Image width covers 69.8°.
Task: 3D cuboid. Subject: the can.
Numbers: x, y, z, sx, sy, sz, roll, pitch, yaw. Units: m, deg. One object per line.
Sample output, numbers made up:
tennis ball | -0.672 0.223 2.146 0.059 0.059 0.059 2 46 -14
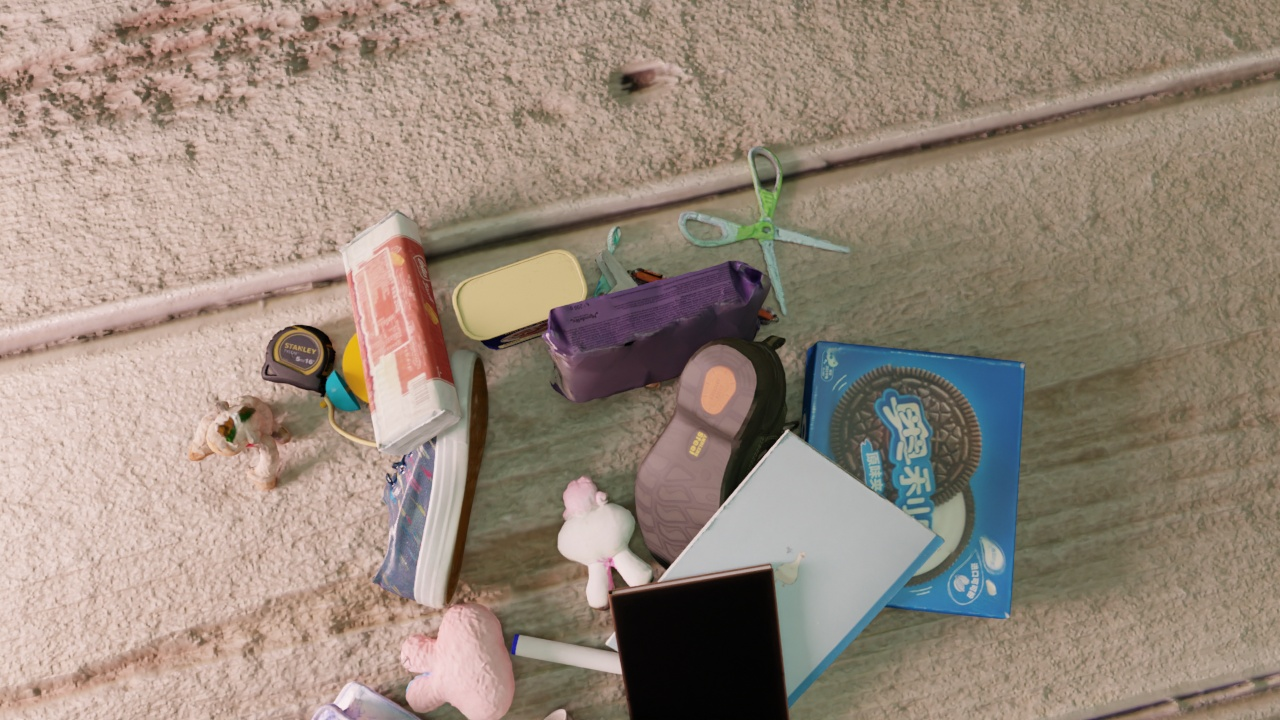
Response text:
can | -0.106 -0.052 0.847 0.116 0.092 0.056 -19 84 -3

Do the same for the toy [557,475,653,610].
toy | -0.037 0.167 0.850 0.079 0.038 0.122 -26 82 19

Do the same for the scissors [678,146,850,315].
scissors | 0.118 -0.126 0.901 0.172 0.023 0.171 -8 81 -7

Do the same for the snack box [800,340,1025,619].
snack box | 0.245 0.109 0.852 0.195 0.056 0.238 6 83 1

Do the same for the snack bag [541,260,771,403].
snack bag | 0.017 -0.023 0.823 0.205 0.096 0.058 -16 57 -8

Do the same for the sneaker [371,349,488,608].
sneaker | -0.192 0.104 0.836 0.079 0.087 0.235 9 90 1

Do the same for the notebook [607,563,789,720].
notebook | 0.057 0.283 0.810 0.141 0.008 0.209 -9 109 -2

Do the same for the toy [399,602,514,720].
toy | -0.167 0.278 0.832 0.105 0.053 0.108 -14 84 9

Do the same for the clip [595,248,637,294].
clip | -0.022 -0.051 0.877 0.055 0.045 0.101 -42 97 -18

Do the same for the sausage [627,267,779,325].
sausage | 0.060 -0.061 0.888 0.155 0.020 0.020 17 83 1

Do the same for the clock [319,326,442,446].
clock | -0.240 0.017 0.864 0.099 0.044 0.129 18 76 1

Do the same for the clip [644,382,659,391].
clip | -0.003 0.007 0.880 0.026 0.059 0.052 -50 126 -5

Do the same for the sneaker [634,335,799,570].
sneaker | 0.075 0.075 0.843 0.101 0.142 0.238 27 117 22

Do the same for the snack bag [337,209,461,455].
snack bag | -0.217 -0.028 0.821 0.078 0.041 0.225 -30 57 18

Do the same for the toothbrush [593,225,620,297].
toothbrush | -0.036 -0.066 0.888 0.022 0.017 0.135 13 83 -12

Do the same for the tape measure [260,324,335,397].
tape measure | -0.320 -0.003 0.868 0.062 0.034 0.061 17 86 0

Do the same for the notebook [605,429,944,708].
notebook | 0.116 0.203 0.799 0.181 0.009 0.254 35 104 -13

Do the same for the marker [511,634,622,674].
marker | -0.048 0.276 0.848 0.141 0.020 0.020 10 83 0

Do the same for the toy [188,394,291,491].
toy | -0.357 0.070 0.828 0.085 0.106 0.074 37 63 -4

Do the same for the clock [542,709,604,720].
clock | -0.095 0.380 0.801 0.061 0.103 0.157 44 99 -3

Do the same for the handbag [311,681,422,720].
handbag | -0.232 0.379 0.814 0.158 0.069 0.126 30 98 3
